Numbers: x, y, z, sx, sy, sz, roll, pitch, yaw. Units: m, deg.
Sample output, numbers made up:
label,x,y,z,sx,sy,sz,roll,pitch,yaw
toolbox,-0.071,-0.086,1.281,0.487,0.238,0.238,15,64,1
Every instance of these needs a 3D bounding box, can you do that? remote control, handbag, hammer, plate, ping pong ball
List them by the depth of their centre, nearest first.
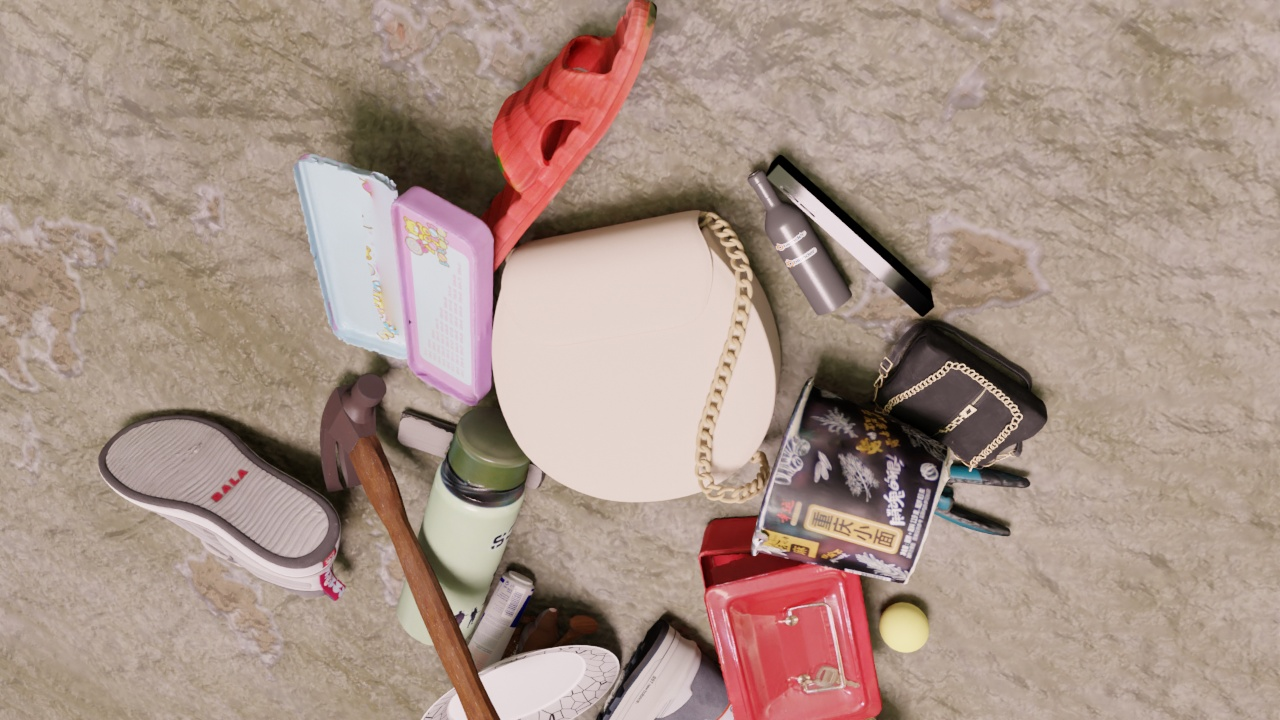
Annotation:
label,x,y,z,sx,sy,sz,roll,pitch,yaw
remote control,0.148,-0.088,0.646,0.150,0.034,0.013,41,116,-6
handbag,0.232,0.031,0.675,0.128,0.054,0.079,32,128,-5
handbag,-0.004,0.003,0.687,0.211,0.103,0.209,-8,107,15
hammer,-0.187,0.163,0.752,0.116,0.033,0.323,-48,64,40
ping pong ball,0.219,0.222,0.762,0.040,0.040,0.040,5,114,11
remote control,-0.148,0.079,0.804,0.136,0.013,0.033,19,118,6
plate,-0.111,0.305,0.839,0.188,0.016,0.189,-16,141,-14

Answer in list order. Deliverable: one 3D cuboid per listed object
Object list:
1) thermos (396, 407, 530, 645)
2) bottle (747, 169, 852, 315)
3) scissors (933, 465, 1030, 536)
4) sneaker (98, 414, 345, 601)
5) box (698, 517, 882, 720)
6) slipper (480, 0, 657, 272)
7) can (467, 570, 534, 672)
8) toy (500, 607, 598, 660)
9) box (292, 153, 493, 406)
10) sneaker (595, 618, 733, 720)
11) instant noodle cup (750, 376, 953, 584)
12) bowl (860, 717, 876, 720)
label,x,y,z,sx,sy,sz,roll,pitch,yaw
thermos,-0.152,0.141,0.788,0.082,0.082,0.232,24,123,2
bottle,0.111,-0.087,0.658,0.030,0.030,0.113,-29,104,23
scissors,0.230,0.102,0.719,0.124,0.019,0.148,-38,98,26
sneaker,-0.382,0.141,0.855,0.263,0.096,0.129,24,143,15
box,0.122,0.213,0.762,0.134,0.110,0.157,-10,107,6
slipper,-0.075,-0.153,0.635,0.059,0.103,0.249,30,126,-20
can,-0.130,0.241,0.839,0.032,0.032,0.095,26,86,2
toy,-0.092,0.260,0.854,0.102,0.041,0.054,-45,58,17
box,-0.180,-0.055,0.692,0.151,0.034,0.215,23,145,6
sneaker,0.017,0.360,0.846,0.124,0.088,0.240,26,113,4
instant noodle cup,0.154,0.094,0.664,0.112,0.137,0.137,18,116,13
bowl,0.159,0.351,0.815,0.151,0.075,0.151,6,115,12
